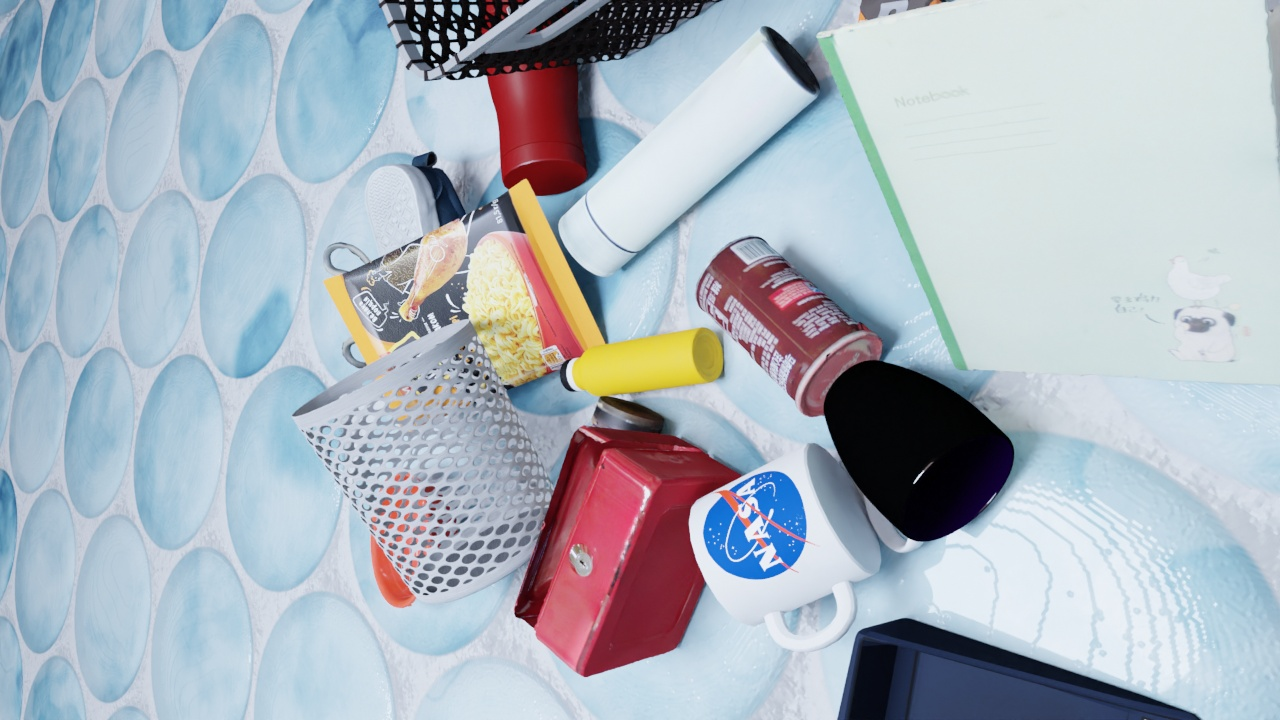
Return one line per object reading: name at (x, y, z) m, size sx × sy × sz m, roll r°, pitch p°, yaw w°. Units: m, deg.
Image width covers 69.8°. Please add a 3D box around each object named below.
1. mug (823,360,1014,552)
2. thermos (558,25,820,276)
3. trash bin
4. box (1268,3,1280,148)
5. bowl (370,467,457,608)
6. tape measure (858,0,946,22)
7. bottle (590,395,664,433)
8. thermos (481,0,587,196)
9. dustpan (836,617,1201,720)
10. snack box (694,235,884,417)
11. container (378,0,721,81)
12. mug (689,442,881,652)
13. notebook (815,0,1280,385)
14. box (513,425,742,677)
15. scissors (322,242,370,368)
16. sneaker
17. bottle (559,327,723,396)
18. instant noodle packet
mug at (0.162, 0.062, 0.578) m, size 0.100 × 0.084 × 0.119 m, roll -128°, pitch 34°, yaw -46°
thermos at (0.032, -0.157, 0.720) m, size 0.231 × 0.067 × 0.068 m, roll -38°, pitch 61°, yaw 30°
trash bin at (-0.165, 0.084, 0.751) m, size 0.157 × 0.156 × 0.183 m, roll -18°, pitch 106°, yaw 37°
box at (0.274, -0.153, 0.438) m, size 0.105 × 0.187 × 0.143 m, roll -37°, pitch 65°, yaw 29°
bowl at (-0.212, 0.169, 0.878) m, size 0.131 × 0.045 × 0.130 m, roll -10°, pitch 77°, yaw 50°
tape measure at (0.175, -0.225, 0.628) m, size 0.058 × 0.038 × 0.059 m, roll 12°, pitch 91°, yaw 40°
bottle at (-0.024, 0.087, 0.735) m, size 0.056 × 0.056 × 0.105 m, roll 26°, pitch 100°, yaw 39°
thermos at (-0.101, -0.253, 0.842) m, size 0.108 × 0.084 × 0.198 m, roll 140°, pitch 124°, yaw -68°
dustpan at (0.151, 0.281, 0.544) m, size 0.274 × 0.080 × 0.236 m, roll 10°, pitch 90°, yaw 40°
snack box at (0.100, -0.026, 0.640) m, size 0.121 × 0.072 × 0.072 m, roll 48°, pitch 113°, yaw 35°
container at (-0.044, -0.364, 0.655) m, size 0.248 × 0.242 × 0.245 m, roll -20°, pitch 94°, yaw 36°
mug at (0.098, 0.126, 0.593) m, size 0.090 × 0.091 × 0.121 m, roll -31°, pitch 56°, yaw 23°
notebook at (0.213, -0.074, 0.461) m, size 0.182 × 0.252 × 0.010 m, roll 3°, pitch 52°, yaw 40°
box at (-0.006, 0.136, 0.670) m, size 0.087 × 0.128 × 0.158 m, roll 24°, pitch 100°, yaw 36°
scissors at (-0.238, -0.054, 0.860) m, size 0.157 × 0.012 × 0.171 m, roll 44°, pitch 117°, yaw 4°
sneaker at (-0.190, -0.083, 0.886) m, size 0.089 × 0.087 × 0.235 m, roll -11°, pitch 98°, yaw 30°
bottle at (-0.004, 0.004, 0.740) m, size 0.144 × 0.043 × 0.043 m, roll -9°, pitch 77°, yaw 39°
instant noodle packet at (-0.157, -0.039, 0.809) m, size 0.221 × 0.032 × 0.160 m, roll -22°, pitch 101°, yaw 19°
